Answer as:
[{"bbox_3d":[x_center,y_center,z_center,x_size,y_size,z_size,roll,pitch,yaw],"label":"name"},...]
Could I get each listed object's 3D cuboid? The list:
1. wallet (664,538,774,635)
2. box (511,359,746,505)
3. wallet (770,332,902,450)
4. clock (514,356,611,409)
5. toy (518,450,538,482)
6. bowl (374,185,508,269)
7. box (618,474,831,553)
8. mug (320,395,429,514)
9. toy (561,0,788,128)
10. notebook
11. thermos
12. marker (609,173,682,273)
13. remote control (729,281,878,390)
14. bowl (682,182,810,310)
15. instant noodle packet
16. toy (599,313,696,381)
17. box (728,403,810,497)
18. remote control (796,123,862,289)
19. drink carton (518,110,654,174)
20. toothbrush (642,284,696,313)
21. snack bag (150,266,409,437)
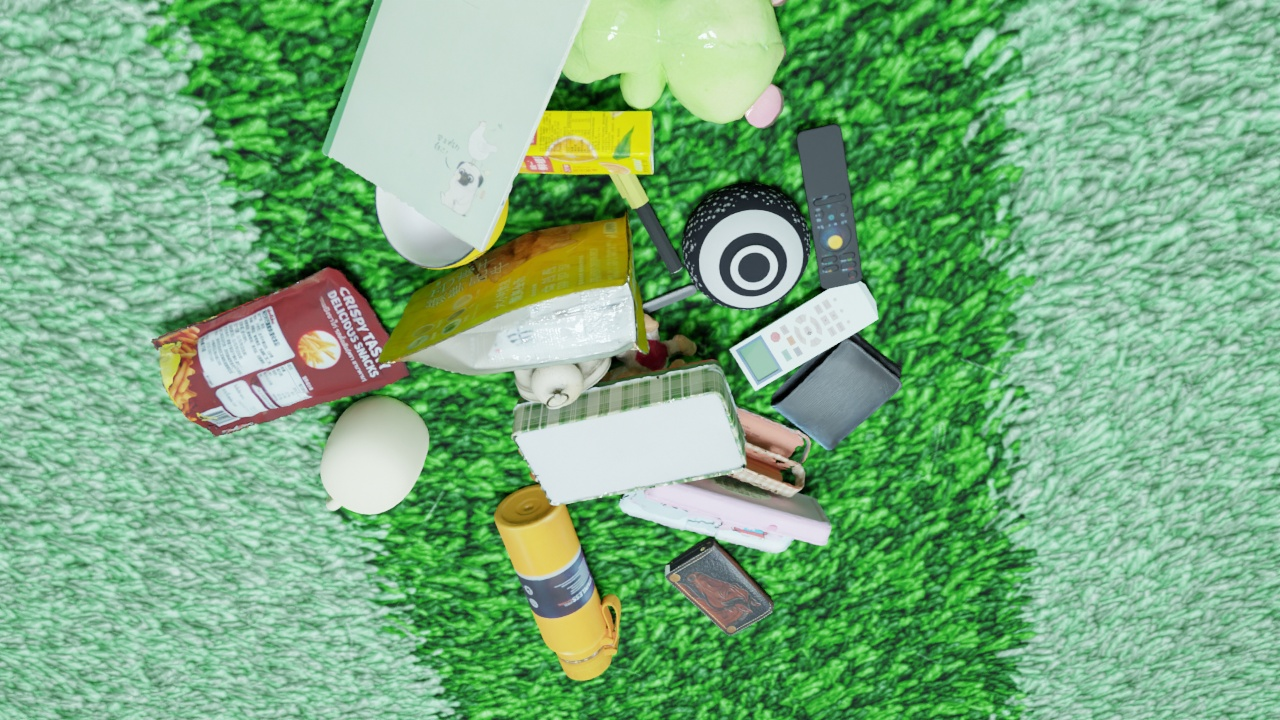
[{"bbox_3d":[0.092,0.262,1.058,0.072,0.019,0.123,-35,113,20],"label":"wallet"},{"bbox_3d":[-0.010,0.071,0.864,0.206,0.051,0.118,-13,132,14],"label":"box"},{"bbox_3d":[0.203,0.032,0.939,0.089,0.026,0.115,35,111,-19],"label":"wallet"},{"bbox_3d":[-0.077,0.001,0.836,0.093,0.140,0.055,-17,121,5],"label":"clock"},{"bbox_3d":[-0.082,0.078,0.936,0.095,0.065,0.128,27,119,-9],"label":"toy"},{"bbox_3d":[-0.165,-0.140,0.806,0.117,0.067,0.117,3,99,21],"label":"bowl"},{"bbox_3d":[0.089,0.150,0.970,0.201,0.146,0.077,17,75,-10],"label":"box"},{"bbox_3d":[-0.277,0.108,0.922,0.120,0.099,0.096,-42,111,18],"label":"mug"},{"bbox_3d":[0.028,-0.267,0.741,0.197,0.107,0.150,8,116,4],"label":"toy"},{"bbox_3d":[-0.150,-0.242,0.740,0.182,0.010,0.253,32,109,14],"label":"notebook"},{"bbox_3d":[-0.083,0.252,1.011,0.092,0.076,0.233,5,123,36],"label":"thermos"},{"bbox_3d":[0.005,-0.134,0.851,0.021,0.018,0.124,-46,118,-29],"label":"marker"},{"bbox_3d":[0.162,-0.029,0.903,0.143,0.024,0.049,-32,92,13],"label":"remote control"},{"bbox_3d":[0.100,-0.097,0.847,0.120,0.066,0.120,-1,117,-1],"label":"bowl"},{"bbox_3d":[-0.109,-0.051,0.811,0.222,0.162,0.084,-11,118,4],"label":"instant noodle packet"},{"bbox_3d":[-0.005,0.005,0.893,0.085,0.074,0.106,34,126,-17],"label":"toy"},{"bbox_3d":[0.090,0.079,0.943,0.187,0.082,0.042,22,141,-14],"label":"box"},{"bbox_3d":[0.174,-0.140,0.845,0.041,0.020,0.152,-11,111,7],"label":"remote control"},{"bbox_3d":[-0.056,-0.188,0.789,0.134,0.058,0.043,1,85,4],"label":"drink carton"},{"bbox_3d":[-0.023,-0.040,0.903,0.167,0.013,0.013,-21,115,8],"label":"toothbrush"},{"bbox_3d":[-0.348,-0.001,0.887,0.208,0.066,0.139,-18,122,5],"label":"snack bag"}]
